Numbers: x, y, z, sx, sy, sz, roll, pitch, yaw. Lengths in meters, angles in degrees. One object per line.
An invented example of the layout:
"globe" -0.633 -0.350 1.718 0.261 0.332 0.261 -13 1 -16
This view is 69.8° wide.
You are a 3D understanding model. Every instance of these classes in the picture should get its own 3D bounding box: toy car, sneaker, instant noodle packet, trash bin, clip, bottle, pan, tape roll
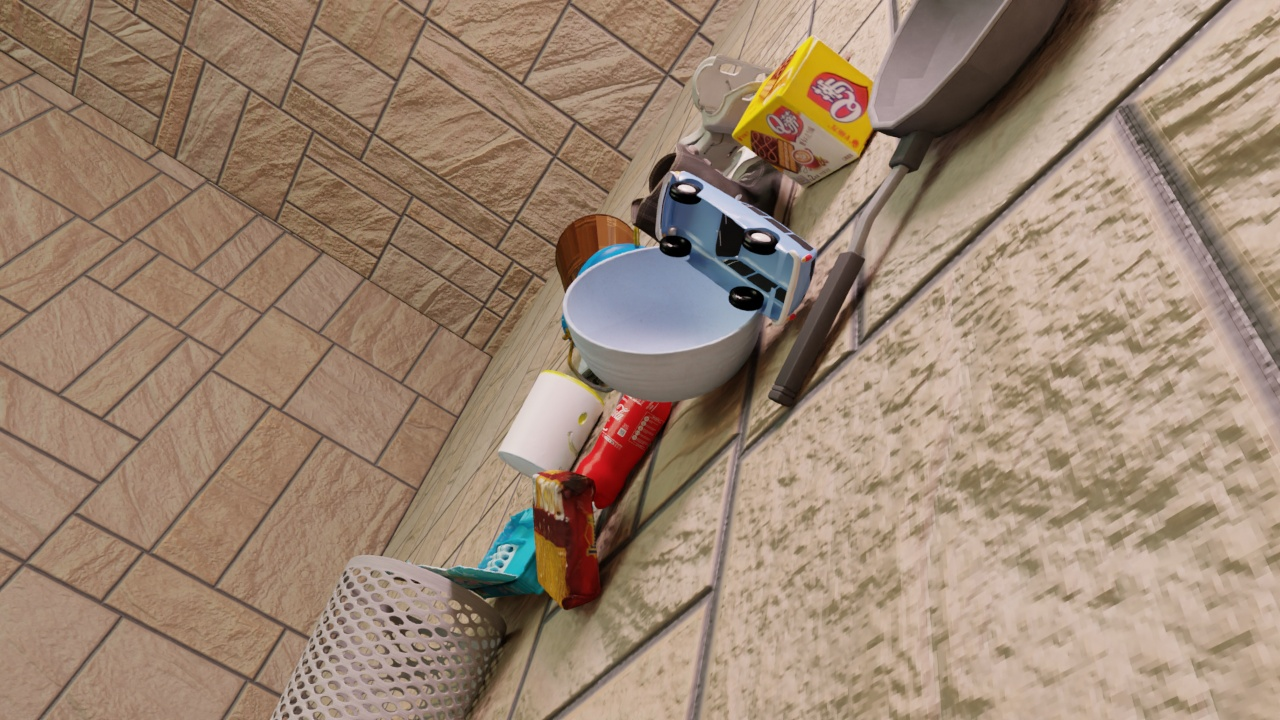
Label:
"toy car" 0.065 -0.083 0.649 0.153 0.054 0.056 43 134 42
"sneaker" 0.068 -0.152 0.839 0.095 0.120 0.234 -49 10 37
"instant noodle packet" -0.060 0.135 0.717 0.136 0.039 0.098 164 107 -74
"trash bin" -0.223 0.287 0.787 0.157 0.156 0.182 -42 21 53
"clip" 0.099 -0.249 0.896 0.152 0.126 0.104 -12 80 51
"bottle" -0.008 0.058 0.774 0.141 0.042 0.042 -57 11 -1
"pan" 0.168 -0.131 0.555 0.357 0.041 0.178 -63 10 -1
"tape roll" 0.095 -0.202 1.038 0.093 0.013 0.093 -50 14 17

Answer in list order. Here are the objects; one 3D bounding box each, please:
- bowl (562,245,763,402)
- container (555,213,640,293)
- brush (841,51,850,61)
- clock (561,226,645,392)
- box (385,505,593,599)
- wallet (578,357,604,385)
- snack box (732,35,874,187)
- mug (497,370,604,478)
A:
"bowl" 0.021 -0.018 0.685 0.150 0.151 0.075 -72 -21 -53
"container" -0.058 -0.126 1.324 0.132 0.132 0.167 -54 17 17
"brush" 0.178 -0.267 0.952 0.135 0.015 0.050 -59 12 -7
"clock" -0.014 -0.044 0.917 0.161 0.116 0.060 -60 23 -10
"box" -0.144 0.194 0.873 0.171 0.084 0.228 -21 -6 -26
"wallet" -0.035 -0.039 1.123 0.101 0.054 0.131 137 153 -69
"snack box" 0.139 -0.201 0.755 0.061 0.083 0.106 -59 10 -11
"mug" -0.099 0.076 1.023 0.106 0.082 0.083 -62 12 -21
